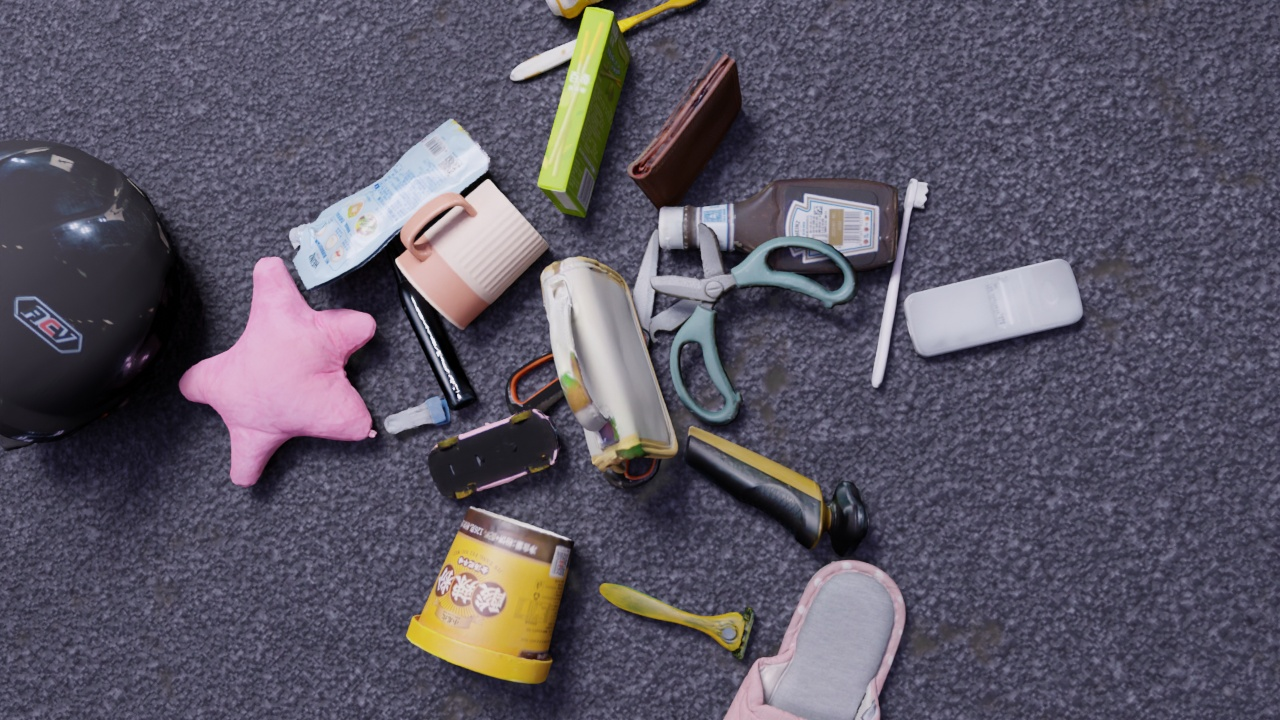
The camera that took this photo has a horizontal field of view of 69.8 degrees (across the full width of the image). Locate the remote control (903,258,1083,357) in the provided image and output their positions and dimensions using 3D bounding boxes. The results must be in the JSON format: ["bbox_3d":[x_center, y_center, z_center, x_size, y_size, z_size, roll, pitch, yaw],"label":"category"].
[{"bbox_3d":[0.289,-0.043,0.755,0.136,0.020,0.056,-14,82,7],"label":"remote control"}]

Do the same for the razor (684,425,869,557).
[{"bbox_3d":[0.109,0.102,0.758,0.167,0.062,0.067,27,59,15],"label":"razor"}]

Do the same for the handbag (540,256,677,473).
[{"bbox_3d":[-0.039,0.004,0.699,0.063,0.178,0.163,-21,79,12],"label":"handbag"}]

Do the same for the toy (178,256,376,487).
[{"bbox_3d":[-0.312,0.025,0.811,0.178,0.074,0.194,35,94,7],"label":"toy"}]

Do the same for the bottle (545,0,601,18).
[{"bbox_3d":[-0.041,-0.351,0.807,0.108,0.063,0.063,-29,82,5],"label":"bottle"}]

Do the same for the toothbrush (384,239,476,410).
[{"bbox_3d":[-0.204,-0.053,0.824,0.027,0.026,0.212,-27,79,-7],"label":"toothbrush"}]

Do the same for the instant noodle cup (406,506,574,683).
[{"bbox_3d":[-0.115,0.188,0.750,0.118,0.118,0.114,17,80,9],"label":"instant noodle cup"}]

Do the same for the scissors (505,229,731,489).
[{"bbox_3d":[-0.020,0.001,0.795,0.228,0.021,0.221,-8,84,8],"label":"scissors"}]

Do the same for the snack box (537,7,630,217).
[{"bbox_3d":[-0.046,-0.209,0.785,0.026,0.085,0.156,15,88,10],"label":"snack box"}]

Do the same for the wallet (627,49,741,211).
[{"bbox_3d":[0.039,-0.188,0.763,0.032,0.101,0.124,36,91,11],"label":"wallet"}]

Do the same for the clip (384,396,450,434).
[{"bbox_3d":[-0.200,0.050,0.819,0.058,0.036,0.025,-15,85,7],"label":"clip"}]

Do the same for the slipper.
[{"bbox_3d":[0.130,0.289,0.732,0.114,0.054,0.274,27,89,9],"label":"slipper"}]

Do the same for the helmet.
[{"bbox_3d":[-0.504,-0.060,0.756,0.230,0.233,0.275,-37,40,-12],"label":"helmet"}]

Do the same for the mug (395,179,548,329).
[{"bbox_3d":[-0.149,-0.098,0.778,0.106,0.114,0.081,-42,56,0],"label":"mug"}]

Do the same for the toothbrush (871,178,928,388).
[{"bbox_3d":[0.217,-0.064,0.770,0.016,0.016,0.180,12,86,3],"label":"toothbrush"}]

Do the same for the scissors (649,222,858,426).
[{"bbox_3d":[0.091,-0.027,0.759,0.171,0.019,0.170,3,101,5],"label":"scissors"}]

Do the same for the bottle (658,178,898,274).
[{"bbox_3d":[0.114,-0.112,0.769,0.195,0.044,0.080,0,96,6],"label":"bottle"}]

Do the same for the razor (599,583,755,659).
[{"bbox_3d":[0.027,0.211,0.770,0.132,0.028,0.043,16,91,11],"label":"razor"}]

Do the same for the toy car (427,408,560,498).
[{"bbox_3d":[-0.125,0.081,0.793,0.122,0.037,0.056,-20,91,12],"label":"toy car"}]

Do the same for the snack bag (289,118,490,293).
[{"bbox_3d":[-0.224,-0.137,0.803,0.191,0.039,0.110,-39,52,-5],"label":"snack bag"}]

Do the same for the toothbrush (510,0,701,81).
[{"bbox_3d":[-0.030,-0.292,0.827,0.191,0.018,0.016,-22,80,8],"label":"toothbrush"}]
